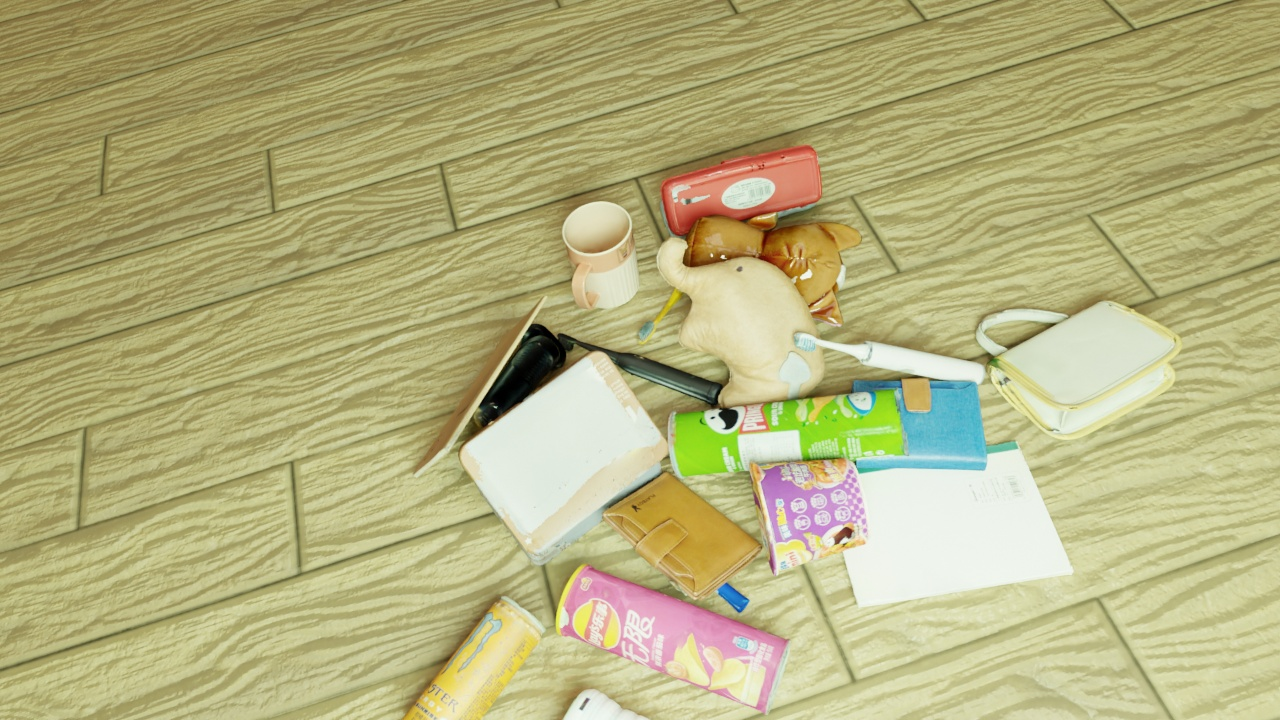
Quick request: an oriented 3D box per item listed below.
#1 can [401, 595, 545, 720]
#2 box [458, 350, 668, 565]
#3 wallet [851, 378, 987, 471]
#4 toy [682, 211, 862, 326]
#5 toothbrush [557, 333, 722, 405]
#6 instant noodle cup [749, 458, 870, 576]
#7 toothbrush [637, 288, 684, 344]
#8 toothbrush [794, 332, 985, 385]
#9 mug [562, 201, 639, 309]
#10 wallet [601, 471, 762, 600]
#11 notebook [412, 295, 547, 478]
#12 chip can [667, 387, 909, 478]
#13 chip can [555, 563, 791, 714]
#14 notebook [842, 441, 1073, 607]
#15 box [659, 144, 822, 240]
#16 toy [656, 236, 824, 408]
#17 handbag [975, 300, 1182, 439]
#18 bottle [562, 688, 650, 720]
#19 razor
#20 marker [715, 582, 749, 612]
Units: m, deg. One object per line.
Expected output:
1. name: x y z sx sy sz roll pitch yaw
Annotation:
1. can: -0.155 0.297 0.863 0.058 0.058 0.145 28 63 24
2. box: -0.082 0.092 0.927 0.181 0.168 0.150 -35 57 -16
3. wallet: 0.291 0.067 0.966 0.133 0.040 0.106 1 53 9
4. toy: 0.150 -0.108 1.068 0.200 0.130 0.140 7 85 25
5. toothbrush: -0.006 0.006 1.064 0.213 0.027 0.026 19 25 21
6. instant noodle cup: 0.164 0.145 0.887 0.099 0.112 0.111 -10 55 3
7. toothbrush: 0.050 -0.091 1.126 0.016 0.018 0.191 26 63 22
8. toothbrush: 0.264 -0.004 0.976 0.221 0.027 0.026 11 60 -14
9. mug: -0.050 -0.113 1.102 0.082 0.106 0.114 13 58 16
10. wallet: 0.036 0.177 0.915 0.131 0.035 0.118 36 39 28
11. notebook: -0.177 0.030 1.012 0.008 0.148 0.207 36 61 -12
12. chip can: 0.149 0.076 0.939 0.236 0.072 0.072 -7 54 16
13. chip can: 0.030 0.257 0.856 0.211 0.071 0.071 15 59 18
14. notebook: 0.301 0.160 0.920 0.209 0.012 0.150 -9 53 1
15. box: 0.124 -0.220 1.180 0.201 0.095 0.099 -14 27 0
16. toy: 0.109 -0.047 0.991 0.143 0.082 0.226 -32 94 -6
17. handbag: 0.458 -0.006 0.993 0.163 0.063 0.178 -26 41 -10
18. bottle: 0.023 0.358 0.791 0.197 0.068 0.068 22 61 19
19. razor: -0.138 0.021 1.027 0.068 0.062 0.167 -32 16 35
20. marker: 0.049 0.202 0.925 0.146 0.017 0.016 36 67 28
